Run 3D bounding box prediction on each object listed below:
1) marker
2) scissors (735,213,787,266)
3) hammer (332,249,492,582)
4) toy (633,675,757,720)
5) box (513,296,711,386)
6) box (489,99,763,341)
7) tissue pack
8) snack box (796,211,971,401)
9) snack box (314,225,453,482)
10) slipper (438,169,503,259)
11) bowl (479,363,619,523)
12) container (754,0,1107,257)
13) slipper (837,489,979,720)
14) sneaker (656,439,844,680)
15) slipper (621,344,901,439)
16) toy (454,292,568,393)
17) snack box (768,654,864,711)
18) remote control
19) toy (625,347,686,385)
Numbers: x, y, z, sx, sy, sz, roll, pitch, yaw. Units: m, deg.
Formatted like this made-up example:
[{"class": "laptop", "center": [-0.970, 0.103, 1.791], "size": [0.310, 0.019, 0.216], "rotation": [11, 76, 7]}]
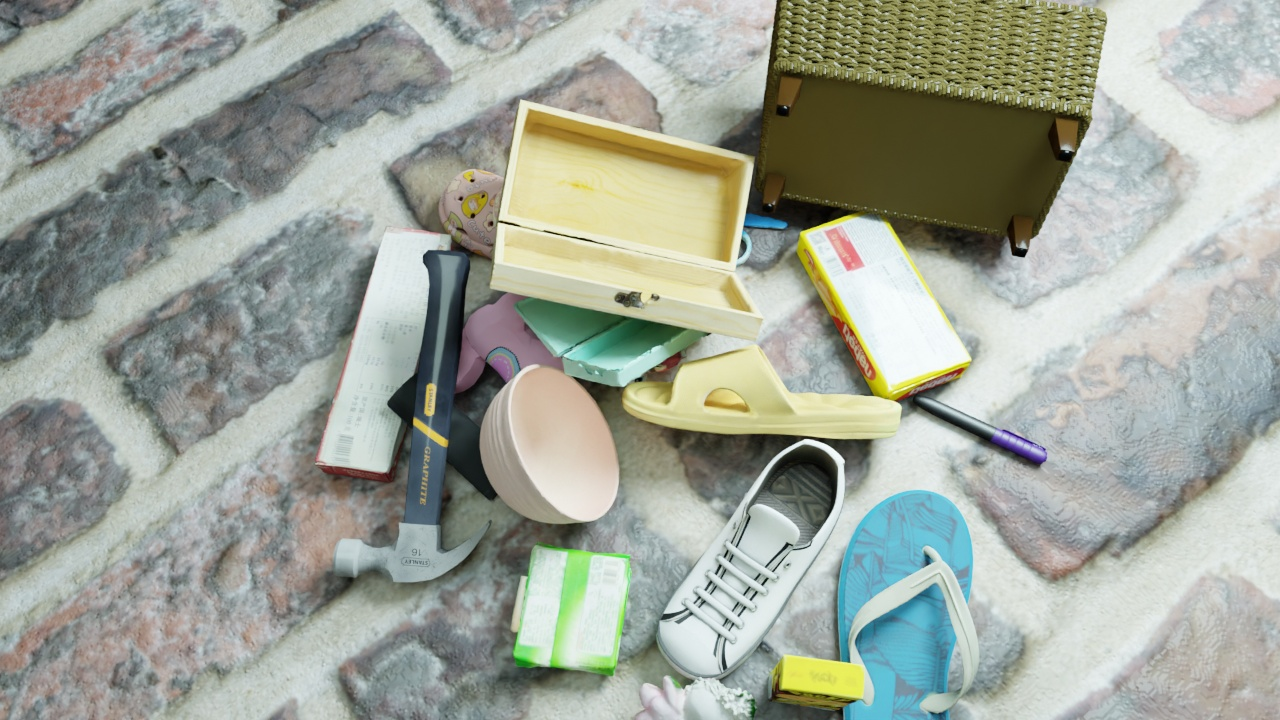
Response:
[{"class": "marker", "center": [0.328, 0.064, 0.890], "size": [0.134, 0.015, 0.018], "rotation": [26, 55, 15]}, {"class": "scissors", "center": [0.099, -0.158, 1.009], "size": [0.125, 0.013, 0.126], "rotation": [10, 71, 9]}, {"class": "hammer", "center": [-0.202, 0.050, 0.865], "size": [0.139, 0.035, 0.312], "rotation": [4, 85, -3]}, {"class": "toy", "center": [0.046, 0.305, 0.775], "size": [0.109, 0.041, 0.096], "rotation": [10, 102, 20]}, {"class": "box", "center": [-0.018, -0.039, 0.892], "size": [0.138, 0.055, 0.186], "rotation": [30, 34, 25]}, {"class": "box", "center": [-0.015, -0.126, 0.898], "size": [0.247, 0.119, 0.252], "rotation": [10, 50, -12]}, {"class": "tissue pack", "center": [-0.062, 0.224, 0.832], "size": [0.099, 0.034, 0.113], "rotation": [7, 65, 4]}, {"class": "snack box", "center": [0.245, -0.059, 0.937], "size": [0.092, 0.042, 0.200], "rotation": [-21, 66, -6]}, {"class": "snack box", "center": [-0.260, -0.011, 0.950], "size": [0.076, 0.044, 0.272], "rotation": [8, 67, 1]}, {"class": "slipper", "center": [-0.134, -0.153, 0.986], "size": [0.197, 0.082, 0.093], "rotation": [27, 70, 13]}, {"class": "bowl", "center": [-0.095, 0.087, 0.853], "size": [0.076, 0.153, 0.152], "rotation": [-27, 61, 29]}, {"class": "container", "center": [0.274, -0.242, 0.922], "size": [0.321, 0.177, 0.204], "rotation": [12, 53, 9]}, {"class": "slipper", "center": [0.228, 0.246, 0.790], "size": [0.118, 0.060, 0.294], "rotation": [6, 66, 10]}, {"class": "sneaker", "center": [0.106, 0.169, 0.811], "size": [0.091, 0.097, 0.245], "rotation": [37, 73, 18]}, {"class": "slipper", "center": [0.115, 0.025, 0.870], "size": [0.263, 0.099, 0.078], "rotation": [6, 99, 2]}, {"class": "toy", "center": [-0.136, -0.006, 0.918], "size": [0.158, 0.067, 0.123], "rotation": [-42, 90, 10]}, {"class": "snack box", "center": [0.138, 0.261, 0.738], "size": [0.061, 0.149, 0.025], "rotation": [6, 67, 7]}, {"class": "remote control", "center": [-0.182, 0.074, 0.895], "size": [0.140, 0.021, 0.045], "rotation": [43, 74, -1]}, {"class": "toy", "center": [-0.005, 0.005, 0.921], "size": [0.102, 0.065, 0.050], "rotation": [0, 97, 0]}]
